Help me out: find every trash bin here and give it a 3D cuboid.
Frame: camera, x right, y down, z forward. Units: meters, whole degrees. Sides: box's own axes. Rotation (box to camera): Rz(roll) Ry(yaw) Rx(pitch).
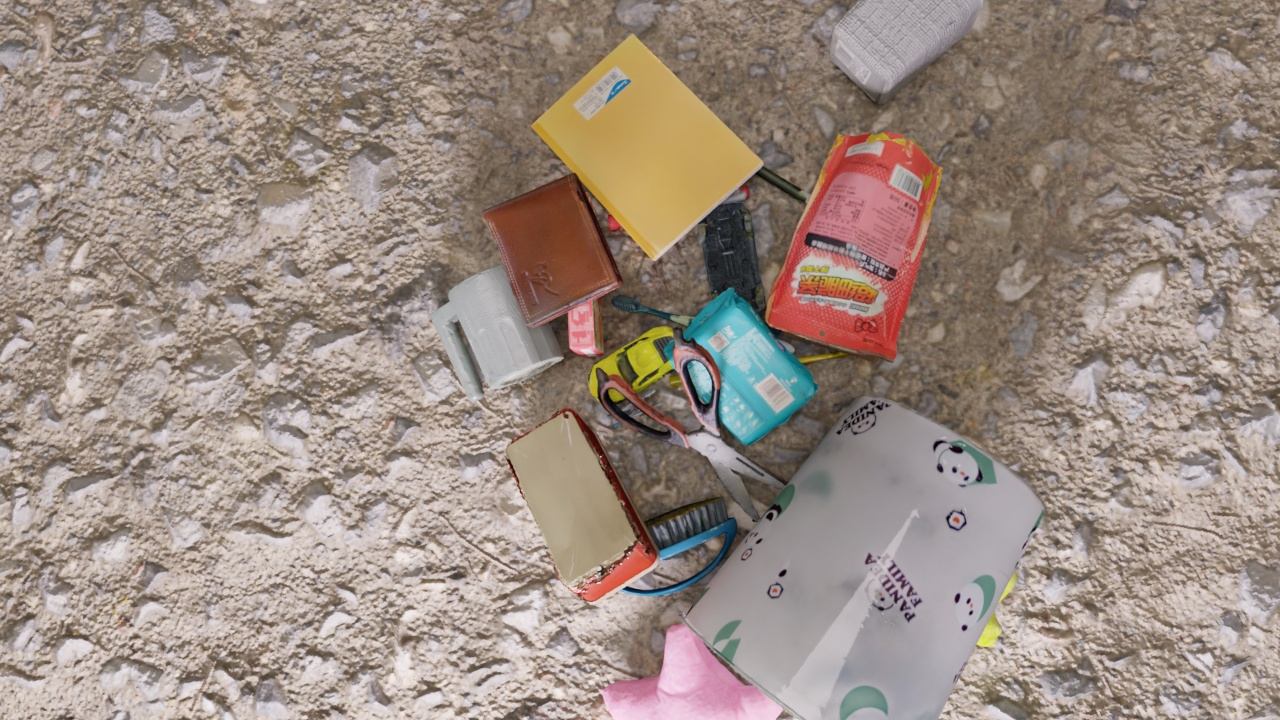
[{"bbox_3d":[0.196,0.183,0.789,0.229,0.229,0.251,34,83,8],"label":"trash bin"}]

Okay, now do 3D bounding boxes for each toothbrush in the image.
[{"bbox_3d":[0.164,-0.167,0.918,0.186,0.012,0.017,33,83,8],"label":"toothbrush"},{"bbox_3d":[0.122,0.002,0.907,0.190,0.015,0.016,-10,79,6],"label":"toothbrush"},{"bbox_3d":[0.060,-0.037,0.910,0.192,0.018,0.016,16,73,12],"label":"toothbrush"}]

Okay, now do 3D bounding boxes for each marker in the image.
[{"bbox_3d":[0.038,-0.155,0.929,0.145,0.017,0.017,-12,84,5],"label":"marker"}]

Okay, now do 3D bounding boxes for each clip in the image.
[{"bbox_3d":[-0.006,0.047,0.913,0.058,0.025,0.036,-26,89,-2],"label":"clip"}]

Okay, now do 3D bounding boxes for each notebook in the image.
[{"bbox_3d":[0.003,-0.218,0.925,0.146,0.010,0.206,-42,72,2],"label":"notebook"}]

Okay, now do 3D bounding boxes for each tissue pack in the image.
[{"bbox_3d":[0.094,0.007,0.870,0.093,0.050,0.133,-40,98,19],"label":"tissue pack"}]

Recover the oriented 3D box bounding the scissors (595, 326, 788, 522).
[{"bbox_3d":[0.053,0.064,0.868,0.189,0.015,0.226,2,119,22],"label":"scissors"}]

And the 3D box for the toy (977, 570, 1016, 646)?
[{"bbox_3d":[0.306,0.220,0.859,0.097,0.031,0.100,-14,84,7],"label":"toy"}]

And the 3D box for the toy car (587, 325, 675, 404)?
[{"bbox_3d":[-0.005,0.005,0.913,0.105,0.032,0.048,-31,83,5],"label":"toy car"}]

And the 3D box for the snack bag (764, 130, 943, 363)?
[{"bbox_3d":[0.205,-0.110,0.862,0.128,0.073,0.207,20,78,4],"label":"snack bag"}]

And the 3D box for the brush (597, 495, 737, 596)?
[{"bbox_3d":[0.027,0.185,0.882,0.144,0.055,0.073,-22,81,4],"label":"brush"}]

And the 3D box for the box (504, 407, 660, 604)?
[{"bbox_3d":[-0.061,0.131,0.853,0.091,0.078,0.168,-33,56,2],"label":"box"}]

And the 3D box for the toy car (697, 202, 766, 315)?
[{"bbox_3d":[0.091,-0.097,0.908,0.054,0.036,0.120,-11,85,8],"label":"toy car"}]

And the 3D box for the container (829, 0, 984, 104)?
[{"bbox_3d":[0.250,-0.320,0.885,0.114,0.090,0.090,-44,81,4],"label":"container"}]

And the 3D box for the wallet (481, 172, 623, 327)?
[{"bbox_3d":[-0.084,-0.103,0.856,0.101,0.032,0.124,-24,80,11],"label":"wallet"}]

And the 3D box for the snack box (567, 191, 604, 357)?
[{"bbox_3d":[-0.056,-0.083,0.904,0.025,0.075,0.153,-4,84,4],"label":"snack box"}]

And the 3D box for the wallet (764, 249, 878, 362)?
[{"bbox_3d":[0.185,-0.054,0.889,0.115,0.033,0.090,16,73,7],"label":"wallet"}]

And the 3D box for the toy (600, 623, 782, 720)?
[{"bbox_3d":[0.040,0.329,0.848,0.179,0.074,0.195,13,108,23],"label":"toy"}]

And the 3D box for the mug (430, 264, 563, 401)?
[{"bbox_3d":[-0.147,-0.026,0.916,0.124,0.083,0.103,-28,83,30],"label":"mug"}]
